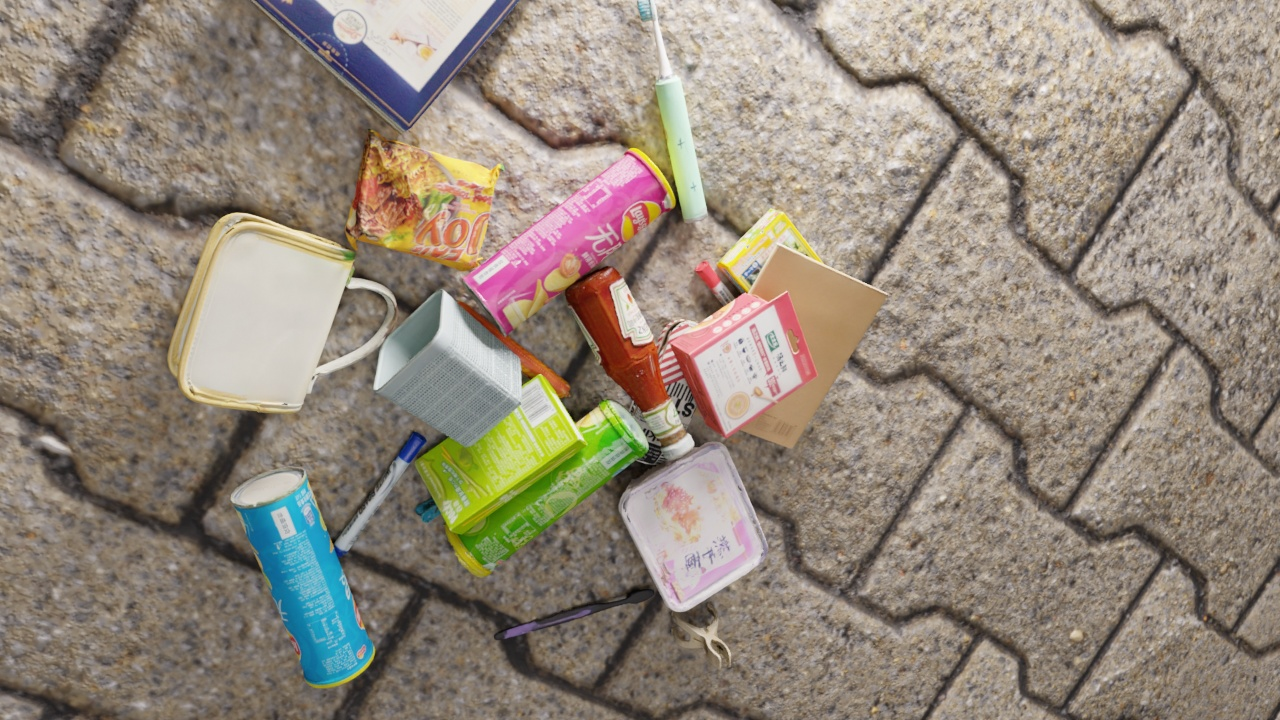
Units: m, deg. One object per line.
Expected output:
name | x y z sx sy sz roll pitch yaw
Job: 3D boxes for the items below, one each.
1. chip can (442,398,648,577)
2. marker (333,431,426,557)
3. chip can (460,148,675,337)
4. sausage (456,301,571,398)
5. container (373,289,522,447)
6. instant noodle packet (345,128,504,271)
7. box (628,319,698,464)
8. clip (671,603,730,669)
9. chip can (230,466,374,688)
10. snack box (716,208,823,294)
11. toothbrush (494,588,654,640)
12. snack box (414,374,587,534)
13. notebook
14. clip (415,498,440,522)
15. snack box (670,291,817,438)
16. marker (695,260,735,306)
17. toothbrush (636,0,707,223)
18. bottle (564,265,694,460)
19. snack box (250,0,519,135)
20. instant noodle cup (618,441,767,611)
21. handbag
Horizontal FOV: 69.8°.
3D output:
chip can | -0.093 0.127 0.935 0.221 0.072 0.072 -37 116 1
marker | -0.261 0.134 0.915 0.017 0.017 0.146 35 92 -27
chip can | -0.069 -0.114 0.882 0.210 0.071 0.071 -39 116 -8
sausage | -0.130 -0.009 0.921 0.165 0.021 0.021 40 89 -26
container | -0.175 0.011 0.863 0.090 0.090 0.111 -40 121 18
instant noodle packet | -0.197 -0.142 0.842 0.128 0.044 0.111 11 106 -25
box | 0.033 0.036 0.980 0.072 0.059 0.164 20 100 -4
clip | 0.064 0.322 1.066 0.094 0.102 0.035 3 108 3
chip can | -0.323 0.210 0.885 0.071 0.071 0.210 -19 111 -16
snack box | 0.158 -0.086 1.006 0.087 0.034 0.140 -46 118 -3
toothbrush | -0.074 0.287 1.042 0.188 0.017 0.014 -12 99 -15
snack box | -0.138 0.092 0.905 0.156 0.085 0.026 -36 156 1
notebook | 0.159 -0.008 1.009 0.149 0.012 0.212 21 110 -21
clip | -0.204 0.146 0.941 0.056 0.049 0.015 -28 113 -18
snack box | 0.109 -0.001 0.960 0.127 0.044 0.113 -32 119 -14
marker | 0.107 -0.051 1.004 0.017 0.017 0.145 -44 116 -4
toothbrush | 0.033 -0.246 0.909 0.027 0.026 0.225 -12 112 5
bottle | -0.006 0.005 0.928 0.059 0.060 0.206 -30 99 -11
snack box | -0.214 -0.321 0.778 0.178 0.046 0.182 41 89 -27
instant noodle cup | 0.054 0.178 1.030 0.138 0.060 0.173 -29 116 -11
handbag | -0.314 -0.035 0.828 0.178 0.063 0.163 15 100 -40
